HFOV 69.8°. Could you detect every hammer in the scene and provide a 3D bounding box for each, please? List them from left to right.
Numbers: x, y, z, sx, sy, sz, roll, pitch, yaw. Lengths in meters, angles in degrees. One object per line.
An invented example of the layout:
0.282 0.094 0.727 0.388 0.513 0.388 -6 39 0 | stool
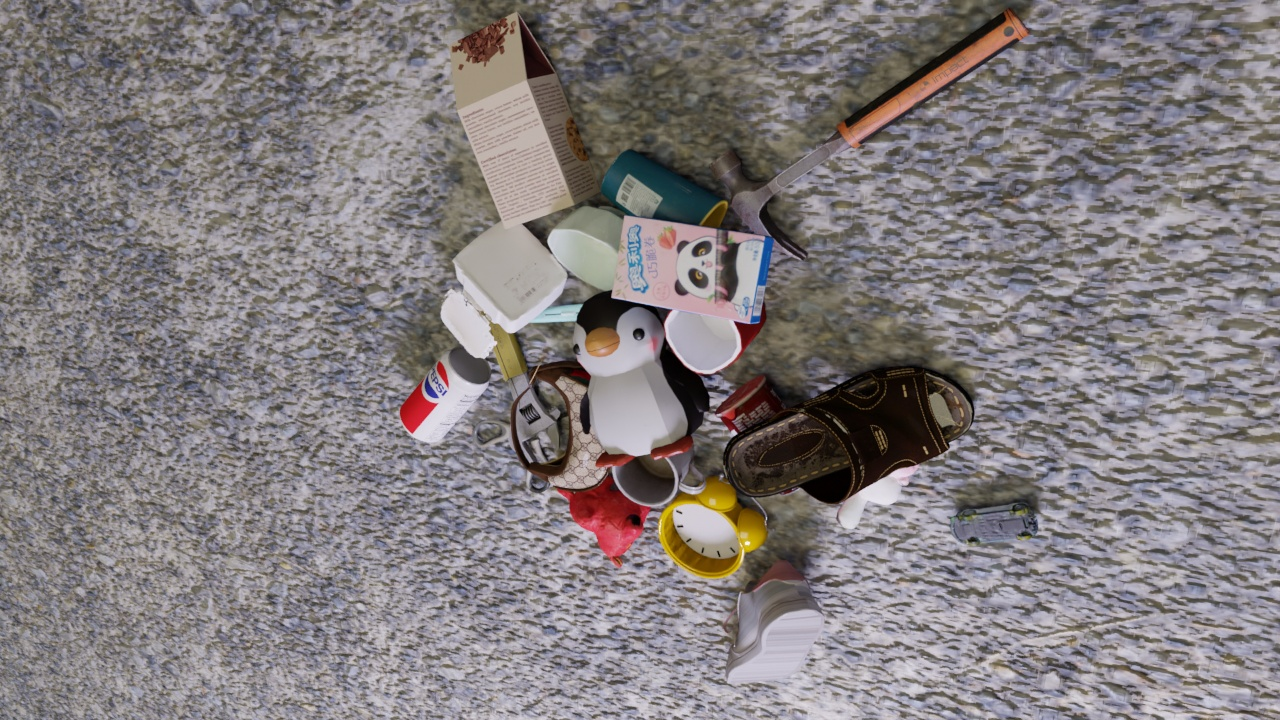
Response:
0.227 -0.219 0.889 0.315 0.034 0.138 -31 97 31 | hammer

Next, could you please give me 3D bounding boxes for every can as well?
-0.255 0.045 1.198 0.070 0.070 0.132 46 122 0 | can

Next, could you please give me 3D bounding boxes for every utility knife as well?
-0.110 -0.055 1.114 0.141 0.015 0.022 -3 95 19 | utility knife

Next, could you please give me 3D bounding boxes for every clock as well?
0.089 0.203 1.126 0.113 0.051 0.152 46 127 0 | clock

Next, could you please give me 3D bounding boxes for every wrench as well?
-0.167 0.002 1.163 0.084 0.018 0.273 -16 103 21 | wrench

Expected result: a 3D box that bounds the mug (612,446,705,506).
0.030 0.128 1.106 0.113 0.070 0.084 15 117 17 | mug

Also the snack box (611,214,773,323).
0.050 -0.093 0.919 0.154 0.033 0.088 12 98 23 | snack box

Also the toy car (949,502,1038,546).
0.382 0.176 0.994 0.090 0.027 0.039 -12 109 27 | toy car

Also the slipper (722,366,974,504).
0.218 0.082 0.957 0.268 0.075 0.113 -17 97 4 | slipper

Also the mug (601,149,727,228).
0.022 -0.169 0.981 0.121 0.078 0.078 36 121 11 | mug

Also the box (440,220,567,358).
-0.175 -0.070 1.096 0.107 0.151 0.132 46 164 7 | box

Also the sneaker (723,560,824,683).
0.156 0.324 1.138 0.099 0.089 0.237 4 140 -13 | sneaker

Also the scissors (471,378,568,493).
-0.150 0.103 1.210 0.171 0.012 0.157 -9 106 26 | scissors

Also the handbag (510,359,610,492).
-0.094 0.078 1.135 0.138 0.063 0.167 8 113 7 | handbag

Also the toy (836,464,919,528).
0.256 0.133 1.028 0.123 0.037 0.079 -36 81 32 | toy

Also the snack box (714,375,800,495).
0.148 0.085 1.035 0.072 0.072 0.121 -36 95 32 | snack box

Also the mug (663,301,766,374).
0.073 -0.056 0.991 0.081 0.096 0.116 -31 97 31 | mug

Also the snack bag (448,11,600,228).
-0.134 -0.263 1.009 0.095 0.069 0.206 -13 106 28 | snack bag

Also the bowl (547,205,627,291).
-0.038 -0.131 1.018 0.117 0.061 0.117 25 160 10 | bowl

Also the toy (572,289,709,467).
-0.006 0.006 1.031 0.159 0.139 0.184 -13 104 28 | toy

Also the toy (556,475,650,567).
-0.059 0.203 1.177 0.133 0.087 0.094 26 131 13 | toy
